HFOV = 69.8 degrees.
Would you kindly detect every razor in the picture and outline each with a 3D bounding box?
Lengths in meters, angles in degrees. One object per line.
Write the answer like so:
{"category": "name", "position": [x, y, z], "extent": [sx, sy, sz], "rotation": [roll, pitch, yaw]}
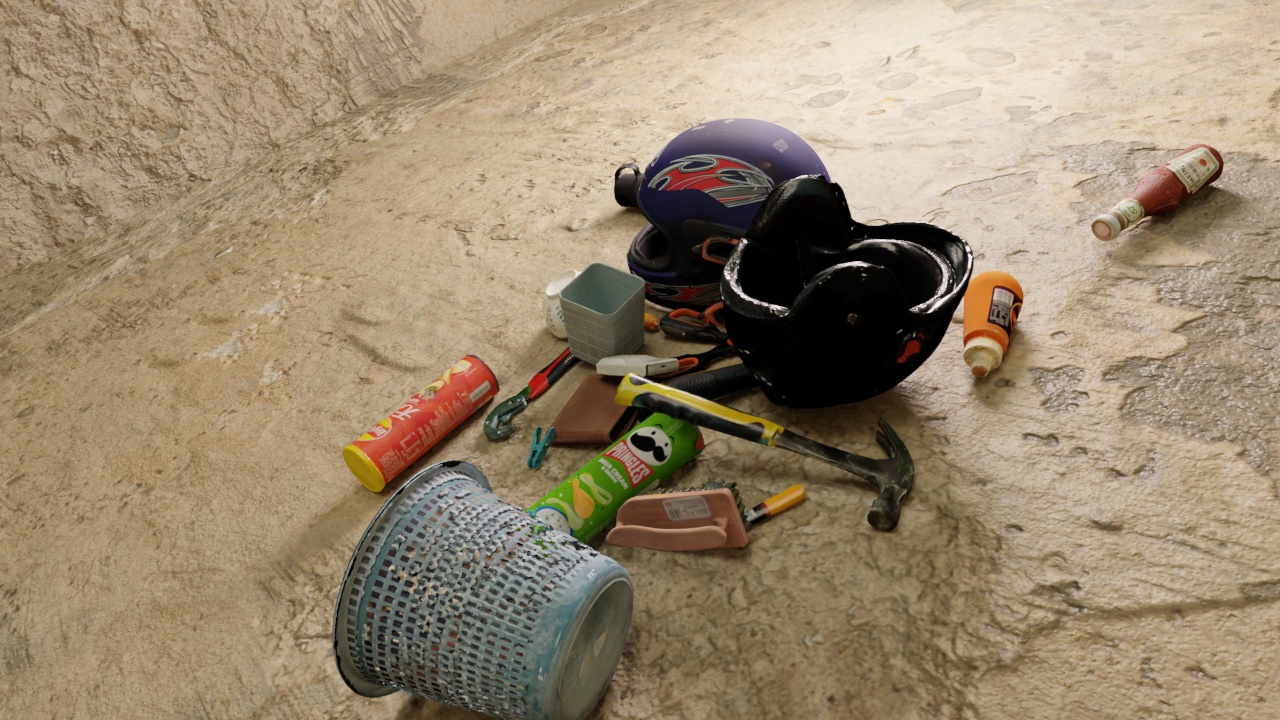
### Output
{"category": "razor", "position": [0.073, 0.034, 1.125], "extent": [0.167, 0.062, 0.067], "rotation": [-16, 2, -5]}

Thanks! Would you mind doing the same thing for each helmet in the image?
{"category": "helmet", "position": [0.225, -0.064, 1.028], "extent": [0.274, 0.231, 0.233], "rotation": [-7, 38, -2]}
{"category": "helmet", "position": [0.112, -0.213, 1.285], "extent": [0.316, 0.241, 0.246], "rotation": [1, 36, 27]}

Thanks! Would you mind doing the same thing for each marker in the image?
{"category": "marker", "position": [0.115, 0.162, 0.946], "extent": [0.123, 0.015, 0.018], "rotation": [-27, 32, -8]}

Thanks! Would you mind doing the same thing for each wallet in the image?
{"category": "wallet", "position": [-0.051, 0.063, 1.156], "extent": [0.101, 0.032, 0.124], "rotation": [1, 38, 32]}

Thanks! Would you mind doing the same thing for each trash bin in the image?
{"category": "trash bin", "position": [-0.122, 0.225, 0.816], "extent": [0.195, 0.227, 0.225], "rotation": [16, 45, 23]}

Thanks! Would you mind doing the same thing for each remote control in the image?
{"category": "remote control", "position": [-0.007, 0.007, 1.145], "extent": [0.049, 0.024, 0.125], "rotation": [-10, 7, -33]}

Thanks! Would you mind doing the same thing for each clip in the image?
{"category": "clip", "position": [-0.123, 0.106, 1.124], "extent": [0.038, 0.013, 0.055], "rotation": [0, 65, 36]}

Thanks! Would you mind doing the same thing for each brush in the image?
{"category": "brush", "position": [0.035, 0.163, 0.926], "extent": [0.146, 0.063, 0.072], "rotation": [-9, 20, 34]}

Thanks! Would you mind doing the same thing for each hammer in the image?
{"category": "hammer", "position": [0.127, 0.075, 0.973], "extent": [0.323, 0.032, 0.125], "rotation": [18, 44, 19]}

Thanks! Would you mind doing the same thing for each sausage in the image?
{"category": "sausage", "position": [-0.025, -0.074, 1.345], "extent": [0.021, 0.021, 0.165], "rotation": [-35, 37, -24]}

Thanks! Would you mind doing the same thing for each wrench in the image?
{"category": "wrench", "position": [-0.122, 0.018, 1.264], "extent": [0.056, 0.016, 0.272], "rotation": [12, 44, 37]}

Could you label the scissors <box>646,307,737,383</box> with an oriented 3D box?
{"category": "scissors", "position": [0.102, -0.016, 1.206], "extent": [0.228, 0.022, 0.221], "rotation": [-30, 39, -20]}

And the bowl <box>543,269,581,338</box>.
{"category": "bowl", "position": [-0.100, -0.093, 1.347], "extent": [0.114, 0.062, 0.113], "rotation": [-29, 29, 17]}

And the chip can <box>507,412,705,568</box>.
{"category": "chip can", "position": [-0.036, 0.139, 1.000], "extent": [0.235, 0.072, 0.072], "rotation": [-36, 37, -24]}

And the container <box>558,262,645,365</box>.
{"category": "container", "position": [-0.047, -0.055, 1.237], "extent": [0.090, 0.112, 0.089], "rotation": [23, 49, 27]}

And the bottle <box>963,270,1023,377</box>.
{"category": "bottle", "position": [0.401, -0.038, 1.059], "extent": [0.067, 0.067, 0.149], "rotation": [2, 46, 28]}

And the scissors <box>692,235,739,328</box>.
{"category": "scissors", "position": [0.164, -0.091, 1.174], "extent": [0.227, 0.189, 0.015], "rotation": [-23, 19, 27]}

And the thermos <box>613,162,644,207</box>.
{"category": "thermos", "position": [0.060, -0.294, 1.561], "extent": [0.243, 0.090, 0.068], "rotation": [10, 59, 36]}

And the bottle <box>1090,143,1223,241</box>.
{"category": "bottle", "position": [0.662, -0.213, 1.181], "extent": [0.205, 0.060, 0.060], "rotation": [-31, 35, -18]}

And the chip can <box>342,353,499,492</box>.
{"category": "chip can", "position": [-0.284, 0.078, 1.206], "extent": [0.073, 0.073, 0.216], "rotation": [16, 47, 41]}
